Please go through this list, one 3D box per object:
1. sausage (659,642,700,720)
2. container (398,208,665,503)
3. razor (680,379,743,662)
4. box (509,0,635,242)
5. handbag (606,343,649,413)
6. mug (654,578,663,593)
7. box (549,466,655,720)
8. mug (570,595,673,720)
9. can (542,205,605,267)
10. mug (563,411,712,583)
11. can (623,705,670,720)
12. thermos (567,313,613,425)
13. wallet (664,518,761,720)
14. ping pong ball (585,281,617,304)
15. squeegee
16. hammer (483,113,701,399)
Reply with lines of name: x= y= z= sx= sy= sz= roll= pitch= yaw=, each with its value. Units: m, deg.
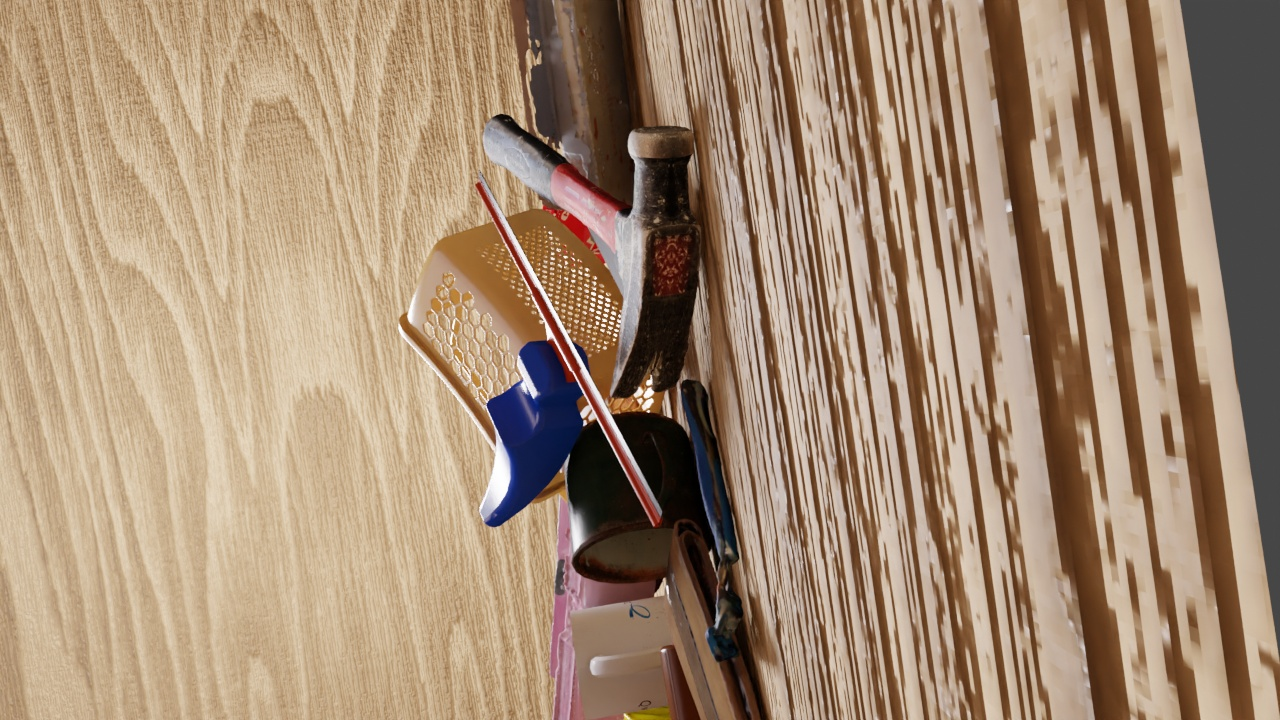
sausage: x=0.043 y=0.257 z=0.597 sx=0.040 sy=0.040 sz=0.155 roll=97 pitch=164 yaw=-73
container: x=-0.079 y=0.004 z=0.680 sx=0.183 sy=0.129 sz=0.167 roll=49 pitch=143 yaw=21
razor: x=0.037 y=0.076 z=0.457 sx=0.044 sy=0.018 sz=0.140 roll=37 pitch=-136 yaw=-69
box: x=-0.053 y=-0.196 z=0.619 sx=0.115 sy=0.095 sz=0.217 roll=14 pitch=122 yaw=37
handbag: x=-0.004 y=0.004 z=0.728 sx=0.196 sy=0.043 sz=0.093 roll=102 pitch=158 yaw=-67
mug: x=-0.011 y=0.191 z=0.900 sx=0.088 sy=0.087 sz=0.114 roll=-59 pitch=-34 yaw=-69
box: x=-0.049 y=0.205 z=0.827 sx=0.107 sy=0.099 sz=0.233 roll=18 pitch=110 yaw=46
mug: x=-0.001 y=0.228 z=0.707 sx=0.120 sy=0.096 sz=0.083 roll=100 pitch=161 yaw=-76
can: x=-0.050 y=-0.120 z=0.806 sx=0.142 sy=0.074 sz=0.074 roll=-128 pitch=30 yaw=-81
mug: x=-0.001 y=0.076 z=0.560 sx=0.111 sy=0.085 sz=0.081 roll=115 pitch=152 yaw=-51
can: x=0.028 y=0.334 z=0.741 sx=0.067 sy=0.066 sz=0.124 roll=-159 pitch=61 yaw=-85
thermos: x=-0.036 y=0.021 z=0.984 sx=0.230 sy=0.068 sz=0.101 roll=88 pitch=-175 yaw=-60
wallet: x=0.039 y=0.162 z=0.513 sx=0.099 sy=0.027 sz=0.121 roll=91 pitch=164 yaw=-56
ping pong ball: x=-0.037 y=-0.069 z=0.948 sx=0.040 sy=0.040 sz=0.040 roll=170 pitch=92 yaw=-86
squeegee: x=-0.063 y=0.039 z=0.544 sx=0.249 sy=0.055 sz=0.185 roll=60 pitch=139 yaw=33
hammer: x=-0.045 y=-0.096 z=0.556 sx=0.326 sy=0.036 sz=0.141 roll=-133 pitch=39 yaw=-58
